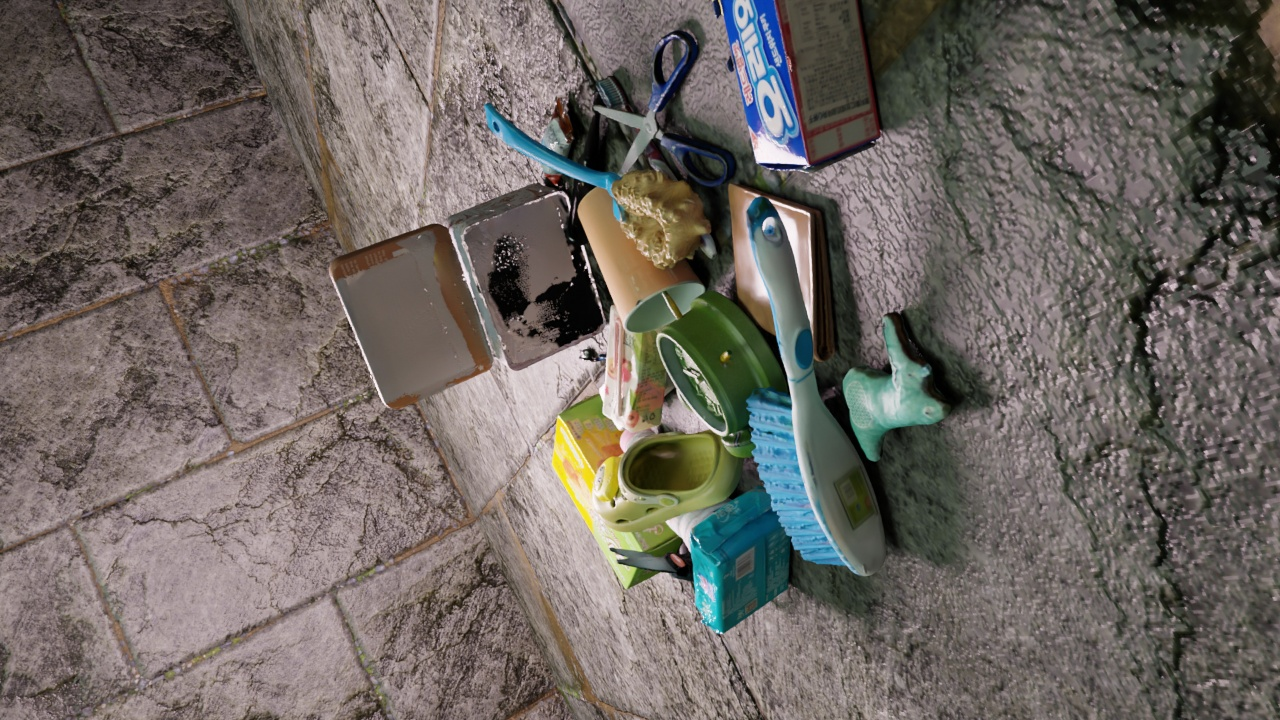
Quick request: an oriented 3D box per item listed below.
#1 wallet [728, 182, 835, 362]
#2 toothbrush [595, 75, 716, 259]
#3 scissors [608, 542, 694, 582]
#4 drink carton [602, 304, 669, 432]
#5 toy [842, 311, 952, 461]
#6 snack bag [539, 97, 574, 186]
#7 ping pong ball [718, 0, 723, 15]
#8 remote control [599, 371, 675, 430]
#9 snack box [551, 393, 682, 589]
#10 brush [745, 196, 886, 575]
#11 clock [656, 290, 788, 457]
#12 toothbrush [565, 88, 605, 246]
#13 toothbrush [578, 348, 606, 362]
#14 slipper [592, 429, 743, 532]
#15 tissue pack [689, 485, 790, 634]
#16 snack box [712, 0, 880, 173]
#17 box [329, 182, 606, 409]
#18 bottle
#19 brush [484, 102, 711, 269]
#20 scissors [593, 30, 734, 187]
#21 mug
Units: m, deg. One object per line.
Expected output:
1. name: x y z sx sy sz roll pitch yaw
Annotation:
1. wallet: 0.100 -0.066 0.666 0.101 0.020 0.115 37 143 53
2. toothbrush: 0.013 -0.162 0.765 0.187 0.017 0.016 61 159 13
3. scissors: 0.051 0.211 0.901 0.148 0.022 0.234 43 -168 15
4. drink carton: -0.005 0.005 0.905 0.053 0.045 0.123 30 125 42
5. toy: 0.164 0.018 0.595 0.092 0.030 0.096 -17 90 64
6. snack bag: -0.085 -0.216 0.924 0.105 0.026 0.045 126 126 -66
7. ping pong ball: 0.061 -0.223 0.547 0.040 0.040 0.040 50 155 34
8. remote control: -0.004 0.027 0.978 0.056 0.019 0.135 62 148 13
9. snack box: -0.032 0.169 1.168 0.210 0.070 0.158 57 157 22
10. brush: 0.111 0.029 0.652 0.109 0.060 0.314 18 136 63
11. clock: 0.067 0.017 0.762 0.116 0.056 0.161 47 165 42
12. toothbrush: -0.050 -0.183 0.883 0.026 0.027 0.213 17 149 0
13. toothbrush: -0.036 -0.004 1.064 0.190 0.014 0.016 -176 87 -66
14. slipper: 0.013 0.106 0.892 0.081 0.091 0.191 32 143 -33
15. tissue pack: 0.094 0.189 0.860 0.050 0.093 0.134 39 147 41
16. snack box: 0.077 -0.211 0.501 0.057 0.058 0.207 24 135 60
17. box: -0.184 -0.069 1.001 0.082 0.259 0.177 32 142 58
18. bottle: 0.039 0.132 0.969 0.197 0.068 0.068 46 152 49
19. brush: -0.045 -0.154 0.768 0.255 0.045 0.083 34 150 25
20. scissors: 0.016 -0.186 0.717 0.162 0.012 0.175 47 148 25
21. mug: -0.004 -0.095 0.810 0.122 0.078 0.078 63 160 20
